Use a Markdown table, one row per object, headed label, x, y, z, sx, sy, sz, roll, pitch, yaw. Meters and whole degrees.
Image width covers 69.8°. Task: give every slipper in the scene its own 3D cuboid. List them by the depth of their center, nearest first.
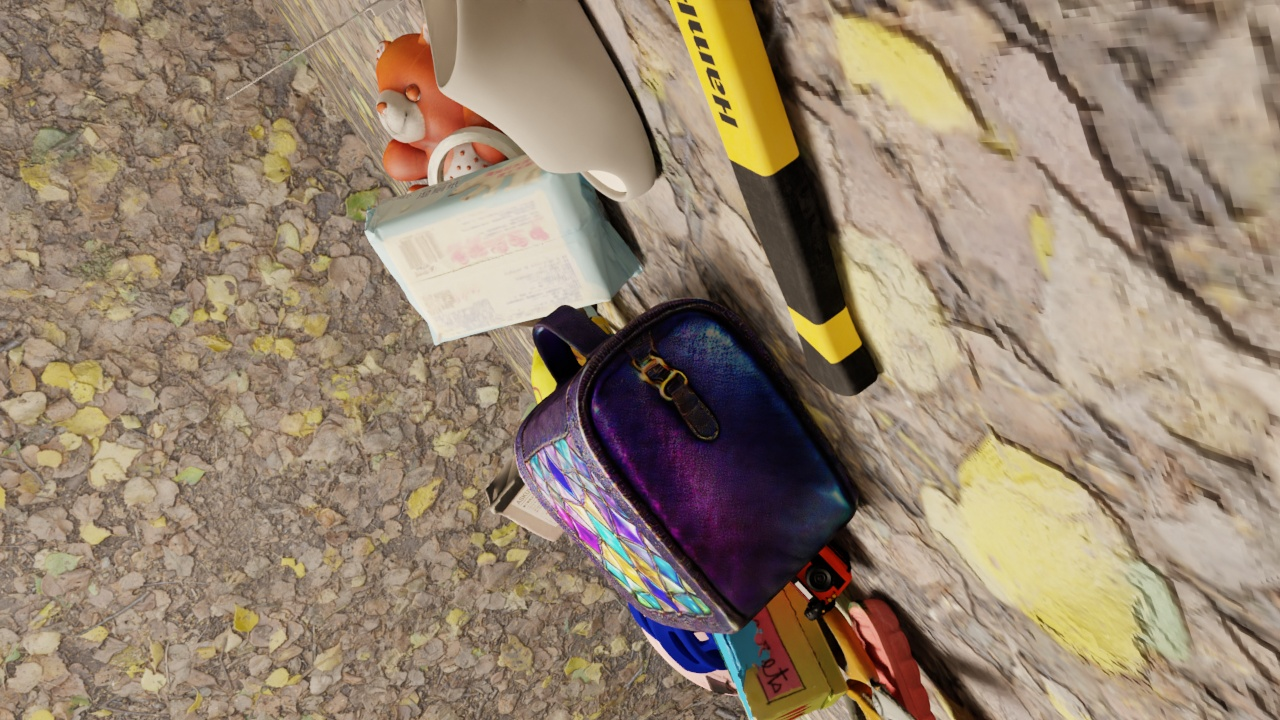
| label | x | y | z | sx | sy | sz | roll | pitch | yaw |
| --- | --- | --- | --- | --- | --- | --- | --- | --- | --- |
| slipper | -0.088 | -0.187 | 0.481 | 0.266 | 0.080 | 0.113 | 60 | 166 | -27 |
| slipper | 0.218 | 0.280 | 0.640 | 0.103 | 0.059 | 0.248 | 99 | 151 | -80 |

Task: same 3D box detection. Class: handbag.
| label | x | y | z | sx | sy | sz | roll | pitch | yaw |
| --- | --- | --- | --- | --- | --- | --- | --- | --- | --- |
| handbag | 0.006 | 0.059 | 0.608 | 0.222 | 0.125 | 0.205 | 52 | 159 | -1 |

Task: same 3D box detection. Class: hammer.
| label | x | y | z | sx | sy | sz | roll | pitch | yaw |
| --- | --- | --- | --- | --- | --- | --- | --- | --- | --- |
| hammer | 0.034 | -0.103 | 0.342 | 0.170 | 0.034 | 0.325 | 44 | 167 | 51 |

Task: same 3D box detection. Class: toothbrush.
| label | x | y | z | sx | sy | sz | roll | pitch | yaw |
| --- | --- | --- | --- | --- | --- | --- | --- | --- | --- |
| toothbrush | -0.292 | -0.281 | 0.825 | 0.010 | 0.181 | 0.010 | 59 | 175 | -38 |

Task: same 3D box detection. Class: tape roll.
| label | x | y | z | sx | sy | sz | roll | pitch | yaw |
| --- | --- | --- | --- | --- | --- | --- | --- | --- | --- |
| tape roll | -0.123 | -0.138 | 0.724 | 0.093 | 0.093 | 0.013 | 59 | -148 | -22 |

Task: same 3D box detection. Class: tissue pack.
| label | x | y | z | sx | sy | sz | roll | pitch | yaw |
| --- | --- | --- | --- | --- | --- | --- | --- | --- | --- |
| tissue pack | -0.099 | -0.085 | 0.670 | 0.069 | 0.182 | 0.112 | -79 | -30 | -53 |
| tissue pack | -0.069 | 0.095 | 0.950 | 0.104 | 0.181 | 0.071 | 33 | -172 | -33 |

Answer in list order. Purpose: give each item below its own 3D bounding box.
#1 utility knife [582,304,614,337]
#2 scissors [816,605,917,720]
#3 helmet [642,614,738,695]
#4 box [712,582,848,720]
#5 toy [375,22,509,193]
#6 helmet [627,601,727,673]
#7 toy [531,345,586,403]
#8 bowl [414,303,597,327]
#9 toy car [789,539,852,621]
| label | x | y | z | sx | sy | sz | roll | pitch | yaw |
| --- | --- | --- | --- | --- | --- | --- | --- | --- | --- |
| utility knife | -0.020 | -0.004 | 0.740 | 0.218 | 0.019 | 0.030 | 56 | -161 | 10 |
| scissors | 0.159 | 0.220 | 0.634 | 0.228 | 0.016 | 0.134 | 88 | 163 | -76 |
| helmet | 0.090 | 0.343 | 1.208 | 0.255 | 0.152 | 0.230 | 48 | 166 | 5 |
| box | 0.086 | 0.190 | 0.764 | 0.124 | 0.082 | 0.220 | 76 | 169 | -61 |
| toy | -0.162 | -0.189 | 0.769 | 0.164 | 0.092 | 0.172 | 0 | 125 | 46 |
| helmet | 0.042 | 0.212 | 0.965 | 0.228 | 0.147 | 0.241 | 42 | 169 | 41 |
| toy | -0.038 | 0.077 | 0.839 | 0.134 | 0.087 | 0.194 | 39 | 144 | 50 |
| bowl | -0.116 | -0.071 | 0.817 | 0.162 | 0.162 | 0.070 | -158 | 73 | -72 |
| toy car | 0.124 | 0.146 | 0.665 | 0.051 | 0.049 | 0.100 | 46 | -170 | 3 |
